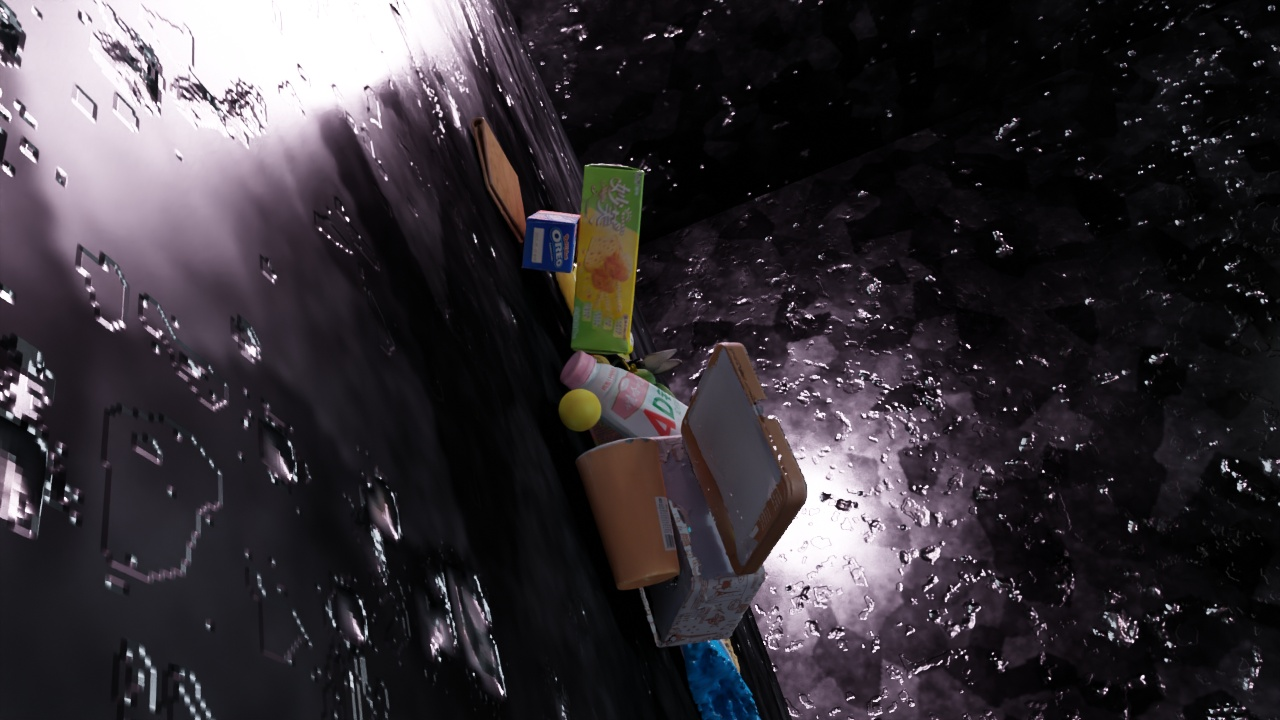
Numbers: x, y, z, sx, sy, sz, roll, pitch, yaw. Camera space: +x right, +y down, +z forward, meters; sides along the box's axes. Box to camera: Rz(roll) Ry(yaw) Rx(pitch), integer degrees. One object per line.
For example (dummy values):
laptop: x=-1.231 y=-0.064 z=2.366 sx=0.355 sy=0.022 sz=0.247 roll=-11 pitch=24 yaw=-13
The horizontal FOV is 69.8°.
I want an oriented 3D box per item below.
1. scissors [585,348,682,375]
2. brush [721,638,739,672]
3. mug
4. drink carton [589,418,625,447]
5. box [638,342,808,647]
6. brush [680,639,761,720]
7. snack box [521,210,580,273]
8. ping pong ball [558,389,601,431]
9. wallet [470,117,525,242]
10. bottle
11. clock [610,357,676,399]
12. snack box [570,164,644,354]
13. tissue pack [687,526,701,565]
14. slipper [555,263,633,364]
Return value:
scissors: x=0.003 y=0.023 z=1.136 sx=0.235 sy=0.021 sz=0.148 roll=16 pitch=-45 yaw=51
brush: x=0.084 y=0.365 z=1.174 sx=0.255 sy=0.046 sz=0.083 roll=54 pitch=18 yaw=-61
mug: x=-0.007 y=0.140 z=0.829 sx=0.078 sy=0.078 sz=0.122 roll=59 pitch=14 yaw=-69
drink carton: x=-0.035 y=0.071 z=1.031 sx=0.053 sy=0.045 sz=0.122 roll=54 pitch=14 yaw=-72
box: x=0.063 y=0.129 z=0.860 sx=0.260 sy=0.082 sz=0.176 roll=111 pitch=-30 yaw=-43
brush: x=0.049 y=0.284 z=1.011 sx=0.314 sy=0.060 sz=0.109 roll=64 pitch=-1 yaw=-20
snack box: x=-0.101 y=-0.140 z=1.069 sx=0.207 sy=0.057 sz=0.058 roll=-99 pitch=-164 yaw=-78
ping pong ball: x=-0.057 y=0.047 z=0.867 sx=0.040 sy=0.040 sz=0.040 roll=-20 pitch=89 yaw=-86
wallet: x=-0.160 y=-0.205 z=1.049 sx=0.101 sy=0.020 sz=0.115 roll=61 pitch=11 yaw=-55
bottle: x=0.004 y=0.058 z=0.981 sx=0.197 sy=0.068 sz=0.068 roll=34 pitch=16 yaw=-18
clock: x=-0.002 y=0.073 z=1.091 sx=0.161 sy=0.056 sz=0.116 roll=67 pitch=-30 yaw=18
snack box: x=-0.040 y=-0.118 z=1.092 sx=0.157 sy=0.070 sz=0.210 roll=-113 pitch=-152 yaw=-84
tissue pack: x=0.053 y=0.248 z=1.250 sx=0.093 sy=0.050 sz=0.133 roll=-109 pitch=176 yaw=-60
slipper: x=-0.055 y=-0.064 z=1.293 sx=0.091 sy=0.082 sz=0.190 roll=-92 pitch=157 yaw=-72
